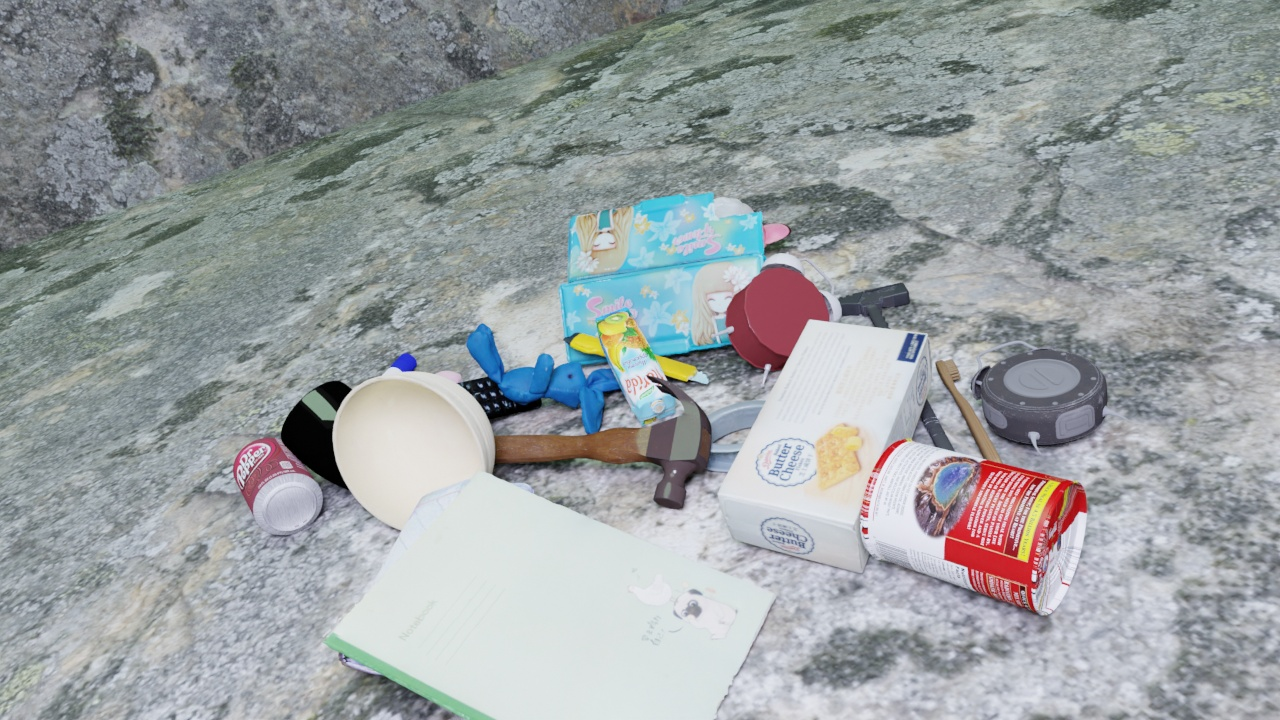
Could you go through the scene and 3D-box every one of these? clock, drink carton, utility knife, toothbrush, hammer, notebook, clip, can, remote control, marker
[{"bbox_3d":[0.318,0.029,0.732,0.091,0.044,0.122,-19,28,-2],"label":"clock"},{"bbox_3d":[-0.005,0.005,0.907,0.044,0.039,0.128,-21,54,-9],"label":"drink carton"},{"bbox_3d":[-0.004,-0.002,0.948,0.163,0.017,0.030,14,36,21],"label":"utility knife"},{"bbox_3d":[0.273,0.042,0.762,0.016,0.016,0.166,-17,28,11],"label":"toothbrush"},{"bbox_3d":[-0.085,0.079,0.845,0.324,0.033,0.115,-5,59,29],"label":"hammer"},{"bbox_3d":[0.140,-0.046,0.899,0.137,0.096,0.048,-46,2,-28],"label":"clock"},{"bbox_3d":[-0.058,0.177,0.626,0.253,0.010,0.181,19,42,20],"label":"notebook"},{"bbox_3d":[0.123,0.066,0.789,0.163,0.028,0.107,-17,30,1],"label":"clip"},{"bbox_3d":[0.218,0.106,0.605,0.117,0.087,0.086,13,40,41],"label":"can"},{"bbox_3d":[-0.180,0.045,0.949,0.150,0.022,0.047,-12,68,-18],"label":"remote control"},{"bbox_3d":[0.235,0.014,0.835,0.095,0.015,0.324,-13,29,6],"label":"hammer"},{"bbox_3d":[-0.303,0.037,1.065,0.027,0.023,0.132,-25,21,31],"label":"marker"},{"bbox_3d":[-0.358,0.121,0.903,0.063,0.063,0.114,-30,31,-23],"label":"can"}]

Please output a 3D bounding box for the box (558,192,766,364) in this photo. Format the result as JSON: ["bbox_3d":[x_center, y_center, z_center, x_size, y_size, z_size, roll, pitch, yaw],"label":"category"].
[{"bbox_3d":[0.024,-0.094,0.986,0.227,0.185,0.056,-7,-11,17],"label":"box"}]

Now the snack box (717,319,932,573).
[{"bbox_3d":[0.150,0.057,0.718,0.104,0.057,0.207,9,45,29],"label":"snack box"}]

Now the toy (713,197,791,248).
[{"bbox_3d":[0.069,-0.127,1.095,0.212,0.084,0.142,-38,36,-29],"label":"toy"}]

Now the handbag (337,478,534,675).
[{"bbox_3d":[-0.152,0.166,0.717,0.127,0.069,0.158,-7,33,20],"label":"handbag"}]

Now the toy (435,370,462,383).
[{"bbox_3d":[-0.238,0.054,0.971,0.099,0.053,0.095,-11,47,3],"label":"toy"}]

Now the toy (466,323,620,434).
[{"bbox_3d":[-0.092,0.021,0.915,0.176,0.071,0.112,19,21,-7],"label":"toy"}]

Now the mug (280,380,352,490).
[{"bbox_3d":[-0.282,0.084,0.914,0.100,0.119,0.085,37,89,14],"label":"mug"}]

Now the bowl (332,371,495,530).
[{"bbox_3d":[-0.192,0.073,0.829,0.151,0.151,0.075,-5,18,20],"label":"bowl"}]
